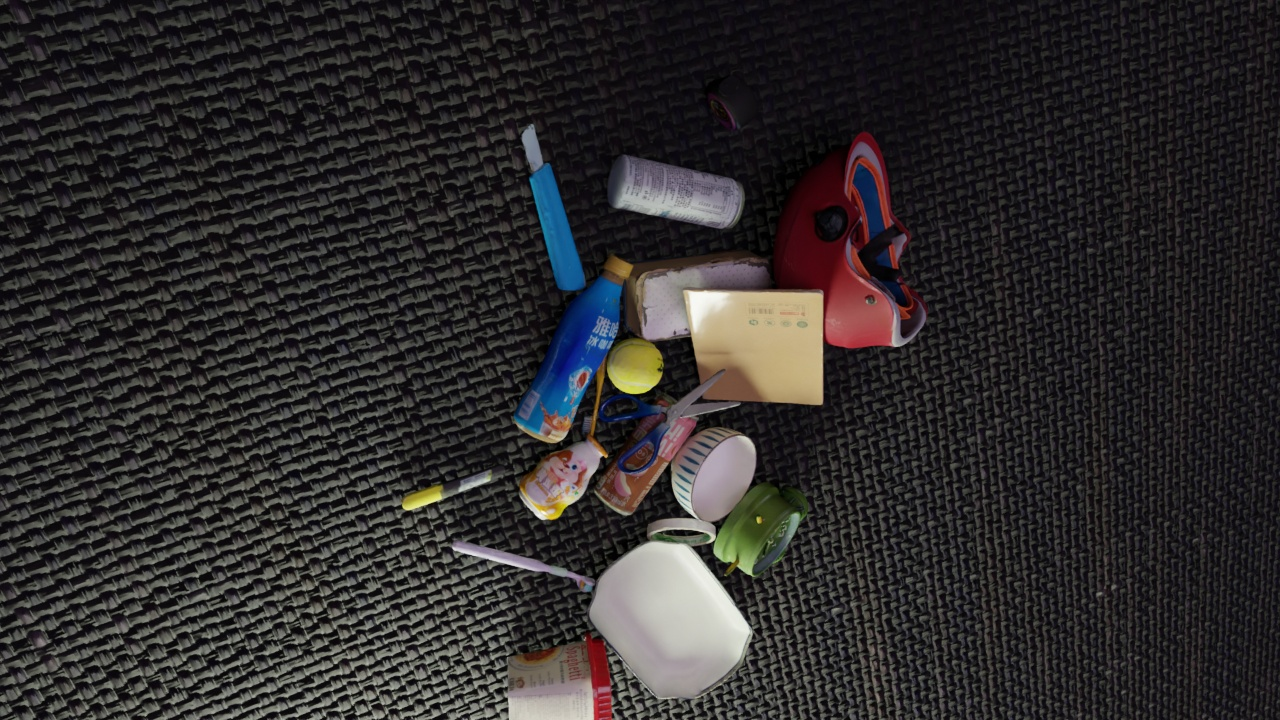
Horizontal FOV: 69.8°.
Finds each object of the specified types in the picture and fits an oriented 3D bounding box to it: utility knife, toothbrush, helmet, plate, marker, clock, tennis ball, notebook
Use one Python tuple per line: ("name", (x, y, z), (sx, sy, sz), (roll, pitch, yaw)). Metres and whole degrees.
("utility knife", (-0.096, -0.162, 0.995), (0.034, 0.018, 0.188), (-25, 114, -24))
("toothbrush", (-0.049, 0.002, 1.070), (0.018, 0.016, 0.191), (6, 106, -13))
("helmet", (0.223, -0.123, 1.048), (0.206, 0.144, 0.240), (-7, 84, -60))
("plate", (0.038, 0.335, 1.197), (0.162, 0.034, 0.266), (-36, 116, -1))
("marker", (-0.214, 0.144, 1.057), (0.124, 0.015, 0.018), (-18, 113, -17))
("toothbrush", (-0.142, 0.249, 1.116), (0.189, 0.029, 0.021), (23, 58, -24))
("clock", (0.160, 0.216, 1.175), (0.161, 0.056, 0.116), (-4, 125, -56))
("tennis ball", (-0.006, 0.006, 1.058), (0.065, 0.065, 0.065), (-6, 109, -18))
("notebook", (0.132, -0.013, 1.039), (0.148, 0.008, 0.208), (2, 145, 13))

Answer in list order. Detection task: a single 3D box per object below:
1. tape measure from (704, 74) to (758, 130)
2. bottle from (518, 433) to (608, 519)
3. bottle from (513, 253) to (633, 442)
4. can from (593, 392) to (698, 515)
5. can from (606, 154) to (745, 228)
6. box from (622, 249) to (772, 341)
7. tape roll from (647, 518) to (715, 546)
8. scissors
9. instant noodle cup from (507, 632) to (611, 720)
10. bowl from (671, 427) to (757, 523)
("tape measure", (0.102, -0.285, 1.006), (0.039, 0.057, 0.058), (-38, 108, -6))
("bottle", (-0.089, 0.134, 1.072), (0.108, 0.063, 0.063), (-42, 116, -3))
("bottle", (-0.070, -0.016, 1.026), (0.065, 0.065, 0.219), (23, 99, -25))
("can", (0.006, 0.113, 1.103), (0.058, 0.058, 0.147), (34, 93, -26))
("can", (0.039, -0.185, 1.015), (0.146, 0.058, 0.058), (7, 105, -22))
("box", (0.062, -0.075, 1.061), (0.184, 0.061, 0.090), (-6, 109, -16))
("tape roll", (0.051, 0.215, 1.145), (0.085, 0.086, 0.013), (15, 60, -24))
("scissors", (0.025, 0.062, 1.067), (0.163, 0.161, 0.012), (-61, 158, -1))
("instant noodle cup", (-0.102, 0.414, 1.140), (0.124, 0.116, 0.117), (-3, 109, -8))
("bowl", (0.081, 0.132, 1.123), (0.116, 0.066, 0.117), (-22, 124, -37))
